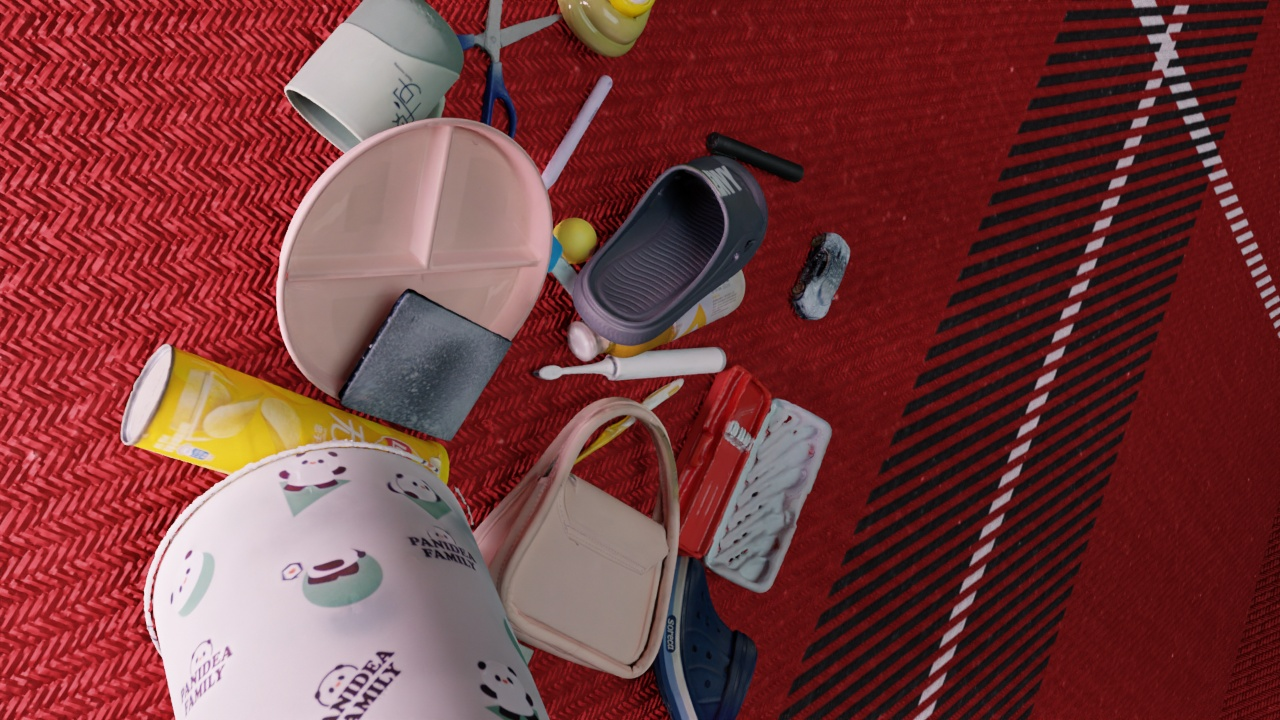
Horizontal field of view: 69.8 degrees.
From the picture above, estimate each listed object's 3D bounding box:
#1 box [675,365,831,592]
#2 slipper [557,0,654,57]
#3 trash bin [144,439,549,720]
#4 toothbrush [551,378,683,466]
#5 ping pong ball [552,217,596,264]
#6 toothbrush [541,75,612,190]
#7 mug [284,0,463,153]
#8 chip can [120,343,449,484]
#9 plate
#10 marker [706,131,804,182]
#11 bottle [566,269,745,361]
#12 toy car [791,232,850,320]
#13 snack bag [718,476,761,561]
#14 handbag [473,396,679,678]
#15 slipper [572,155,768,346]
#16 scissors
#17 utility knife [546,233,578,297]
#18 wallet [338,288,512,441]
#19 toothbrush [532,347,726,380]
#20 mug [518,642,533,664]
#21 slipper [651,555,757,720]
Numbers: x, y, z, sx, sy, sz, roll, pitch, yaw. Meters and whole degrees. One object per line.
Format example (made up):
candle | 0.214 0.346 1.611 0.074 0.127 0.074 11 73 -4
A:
box | 0.105 0.122 0.955 0.161 0.060 0.200 32 74 -21
slipper | -0.011 -0.361 0.789 0.091 0.082 0.190 17 82 -37
trash bin | -0.172 0.211 0.565 0.229 0.252 0.230 -14 122 -23
toothbrush | -0.026 0.062 0.866 0.190 0.016 0.018 -35 107 -31
ping pong ball | -0.058 -0.105 0.803 0.040 0.040 0.040 -5 98 -39
toothbrush | -0.069 -0.173 0.799 0.189 0.021 0.029 -64 156 -15
mug | -0.180 -0.195 0.663 0.106 0.082 0.112 -55 151 -12
chip can | -0.243 0.060 0.650 0.213 0.072 0.072 27 78 -38
plate | -0.162 -0.070 0.679 0.228 0.028 0.230 -30 138 -32
marker | 0.121 -0.209 0.954 0.131 0.020 0.022 9 78 -40
bottle | 0.016 -0.049 0.853 0.189 0.068 0.068 -26 111 -35
toy car | 0.205 -0.094 1.030 0.049 0.031 0.105 34 74 -36
snack bag | 0.114 0.167 0.987 0.045 0.026 0.105 42 71 -38
handbag | -0.039 0.145 0.817 0.193 0.093 0.233 37 70 -38
slipper | 0.045 -0.116 0.814 0.110 0.084 0.267 40 52 4
scissors | -0.127 -0.249 0.747 0.175 0.012 0.162 -22 108 -36
utility knife | -0.099 -0.116 0.758 0.034 0.018 0.191 -49 115 -22
wallet | -0.162 0.006 0.702 0.097 0.019 0.120 -58 144 1
toothbrush | -0.005 0.005 0.869 0.220 0.026 0.026 -4 87 -39
mug | -0.138 0.263 0.728 0.083 0.124 0.103 32 71 -13
slipper | 0.070 0.311 0.905 0.105 0.095 0.253 -76 155 -68
